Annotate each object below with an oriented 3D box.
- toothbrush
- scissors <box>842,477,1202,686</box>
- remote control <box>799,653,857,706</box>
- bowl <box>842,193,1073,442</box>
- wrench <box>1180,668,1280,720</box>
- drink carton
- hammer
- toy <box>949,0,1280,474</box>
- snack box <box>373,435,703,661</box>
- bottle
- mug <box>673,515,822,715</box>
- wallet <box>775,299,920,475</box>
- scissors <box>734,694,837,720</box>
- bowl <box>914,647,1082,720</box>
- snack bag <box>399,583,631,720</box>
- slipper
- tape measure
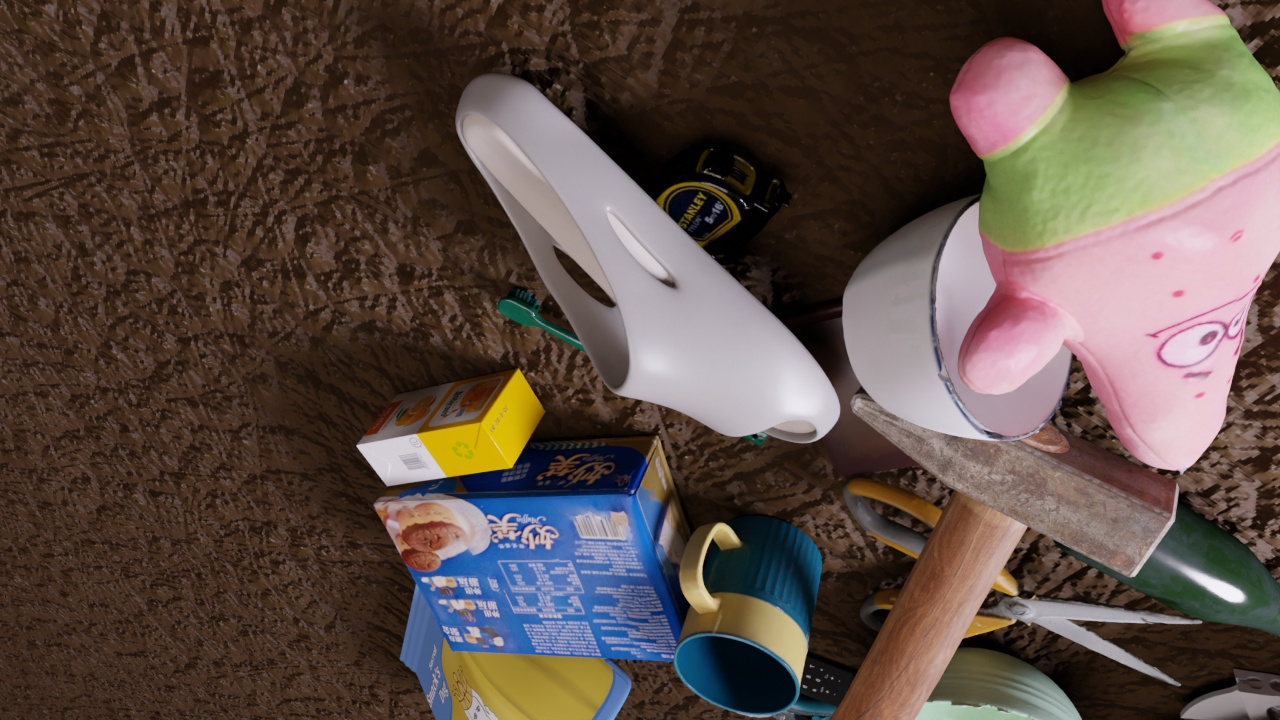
[{"bbox_3d":[-0.003,0.003,0.583,0.190,0.017,0.016,27,132,-2],"label":"toothbrush"},{"bbox_3d":[0.212,0.138,0.566,0.226,0.016,0.216,-14,122,48],"label":"scissors"},{"bbox_3d":[0.114,0.240,0.718,0.140,0.009,0.030,19,94,8],"label":"remote control"},{"bbox_3d":[0.149,-0.019,0.441,0.066,0.116,0.116,-4,128,53],"label":"bowl"},{"bbox_3d":[0.475,0.208,0.544,0.274,0.018,0.087,-19,118,32],"label":"wrench"},{"bbox_3d":[-0.136,0.048,0.645,0.123,0.058,0.040,-12,122,30],"label":"drink carton"},{"bbox_3d":[0.161,0.154,0.545,0.158,0.037,0.301,28,125,20],"label":"hammer"},{"bbox_3d":[0.214,-0.040,0.391,0.192,0.096,0.237,-28,119,-1],"label":"toy"},{"bbox_3d":[-0.068,0.139,0.671,0.203,0.069,0.155,-6,121,23],"label":"snack box"},{"bbox_3d":[0.320,0.121,0.514,0.174,0.055,0.055,29,133,-2],"label":"bottle"},{"bbox_3d":[0.068,0.158,0.615,0.083,0.107,0.113,-19,118,36],"label":"mug"},{"bbox_3d":[0.135,0.013,0.532,0.092,0.018,0.115,-13,117,31],"label":"wallet"},{"bbox_3d":[0.149,0.300,0.756,0.154,0.019,0.124,-21,115,37],"label":"scissors"},{"bbox_3d":[0.236,0.253,0.641,0.151,0.076,0.151,12,131,14],"label":"bowl"},{"bbox_3d":[-0.129,0.293,0.823,0.205,0.102,0.159,33,133,12],"label":"snack bag"},{"bbox_3d":[-0.011,-0.031,0.490,0.266,0.080,0.113,45,160,-15],"label":"slipper"},{"bbox_3d":[0.037,-0.084,0.479,0.061,0.034,0.062,30,146,-11],"label":"tape measure"}]
